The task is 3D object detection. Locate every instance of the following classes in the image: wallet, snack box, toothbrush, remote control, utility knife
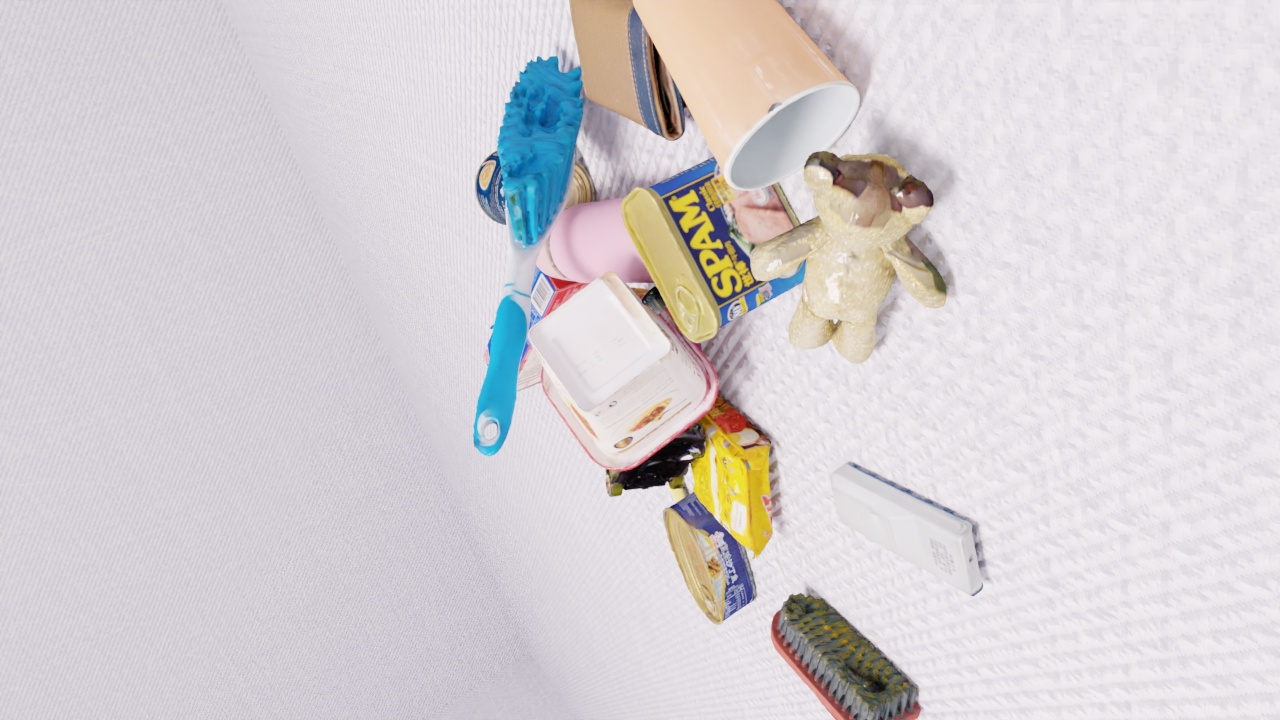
[{"bbox_3d":[-0.009,-0.205,0.623,0.115,0.033,0.090,39,148,49],"label":"wallet"},{"bbox_3d":[-0.102,-0.040,0.903,0.057,0.058,0.208,57,147,16],"label":"snack box"},{"bbox_3d":[0.018,-0.048,0.677,0.017,0.014,0.189,43,-171,0],"label":"toothbrush"},{"bbox_3d":[0.173,0.110,0.611,0.125,0.024,0.049,24,139,58],"label":"remote control"},{"bbox_3d":[0.037,0.139,0.989,0.031,0.019,0.183,22,131,67],"label":"utility knife"}]

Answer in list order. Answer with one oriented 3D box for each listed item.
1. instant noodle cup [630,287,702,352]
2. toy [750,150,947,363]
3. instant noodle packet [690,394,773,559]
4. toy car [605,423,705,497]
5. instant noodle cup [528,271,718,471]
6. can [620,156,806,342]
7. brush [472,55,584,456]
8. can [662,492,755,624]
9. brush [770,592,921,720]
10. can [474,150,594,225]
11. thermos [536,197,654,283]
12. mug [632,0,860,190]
[{"bbox_3d":[-0.005,0.005,0.792,0.111,0.111,0.099,57,174,11],"label":"instant noodle cup"},{"bbox_3d":[0.114,-0.050,0.501,0.105,0.066,0.157,19,150,14],"label":"toy"},{"bbox_3d":[0.078,0.098,0.797,0.110,0.044,0.129,49,154,48],"label":"instant noodle packet"},{"bbox_3d":[0.012,0.082,0.786,0.158,0.070,0.042,118,145,-64],"label":"toy car"},{"bbox_3d":[-0.017,0.004,0.667,0.116,0.116,0.124,53,179,20],"label":"instant noodle cup"},{"bbox_3d":[0.050,-0.075,0.576,0.102,0.083,0.057,62,161,-2],"label":"can"},{"bbox_3d":[-0.086,-0.089,0.679,0.110,0.060,0.313,96,-179,-53],"label":"brush"},{"bbox_3d":[0.071,0.201,0.943,0.075,0.049,0.148,28,142,57],"label":"can"},{"bbox_3d":[0.164,0.264,0.782,0.146,0.063,0.069,41,139,47],"label":"brush"},{"bbox_3d":[-0.098,-0.155,0.843,0.111,0.075,0.075,27,141,57],"label":"can"},{"bbox_3d":[-0.013,-0.095,0.723,0.199,0.087,0.067,7,109,58],"label":"thermos"},{"bbox_3d":[0.049,-0.162,0.485,0.122,0.078,0.078,61,161,18],"label":"mug"}]
